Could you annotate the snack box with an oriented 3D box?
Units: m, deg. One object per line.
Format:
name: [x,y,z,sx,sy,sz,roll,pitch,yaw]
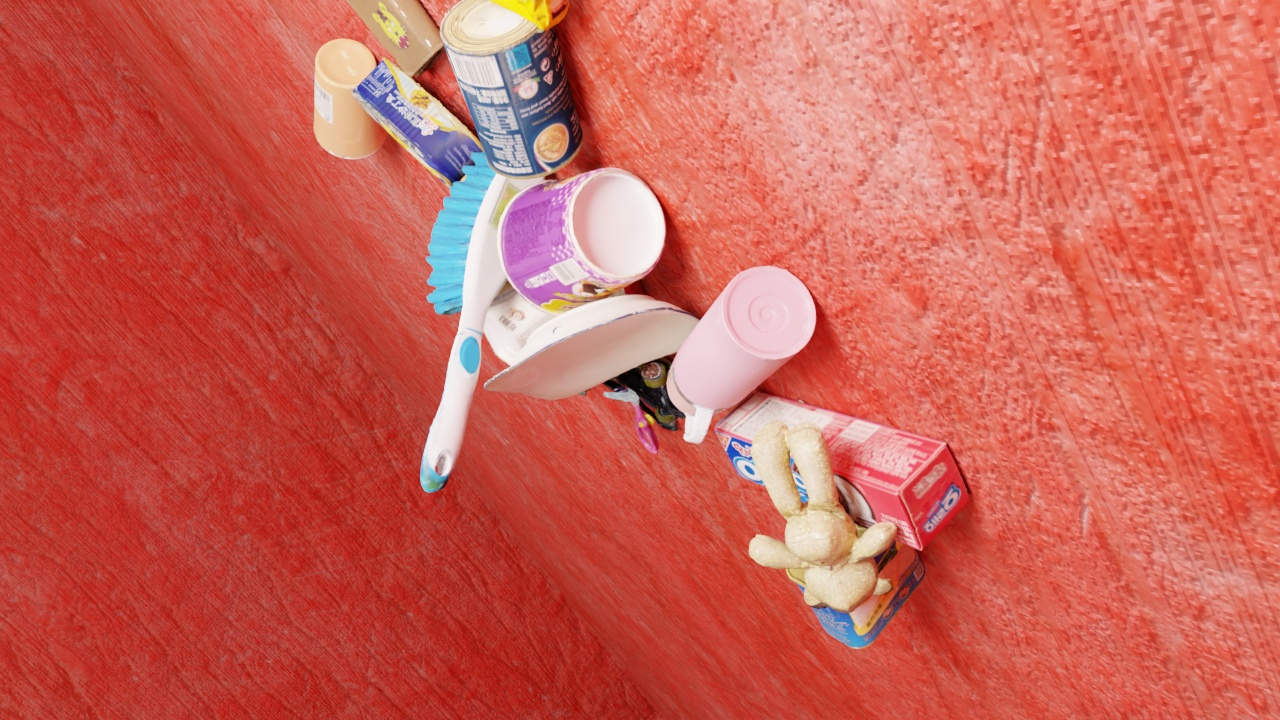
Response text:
snack box: [0.143,0.075,0.693,0.208,0.058,0.057,16,141,57]

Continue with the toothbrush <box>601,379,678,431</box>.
toothbrush: [-0.023,0.033,1.041,0.189,0.014,0.017,32,148,40]

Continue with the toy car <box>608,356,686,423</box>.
toy car: [-0.005,0.005,0.902,0.158,0.042,0.070,33,156,34]

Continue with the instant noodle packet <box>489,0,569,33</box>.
instant noodle packet: [-0.095,-0.271,0.554,0.128,0.044,0.111,36,152,22]

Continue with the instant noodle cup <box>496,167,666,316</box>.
instant noodle cup: [-0.039,-0.095,0.698,0.111,0.111,0.099,53,152,-16]

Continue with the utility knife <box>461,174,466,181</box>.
utility knife: [-0.152,-0.147,0.959,0.183,0.019,0.031,59,164,-12]

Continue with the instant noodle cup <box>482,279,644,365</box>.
instant noodle cup: [-0.075,-0.051,0.818,0.116,0.124,0.117,33,155,39]

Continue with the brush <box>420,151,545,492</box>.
brush: [-0.140,-0.046,0.738,0.110,0.314,0.060,-3,152,47]

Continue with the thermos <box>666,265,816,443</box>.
thermos: [0.064,0.005,0.686,0.067,0.087,0.199,15,160,-7]

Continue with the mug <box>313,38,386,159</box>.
mug: [-0.309,-0.278,0.970,0.078,0.078,0.123,47,157,4]

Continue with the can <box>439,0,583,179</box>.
can: [-0.088,-0.193,0.641,0.075,0.075,0.111,36,158,31]

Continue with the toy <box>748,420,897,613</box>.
toy: [0.123,0.109,0.635,0.105,0.066,0.157,-15,117,22]

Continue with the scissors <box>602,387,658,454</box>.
scissors: [-0.003,0.042,0.986,0.134,0.017,0.133,-7,110,58]

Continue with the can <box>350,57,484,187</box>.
can: [-0.208,-0.222,0.860,0.148,0.049,0.074,43,177,22]

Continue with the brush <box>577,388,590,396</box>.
brush: [-0.087,-0.029,0.982,0.069,0.063,0.146,21,149,28]

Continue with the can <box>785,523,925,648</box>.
can: [0.175,0.167,0.735,0.057,0.102,0.083,23,151,51]

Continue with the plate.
plate: [-0.034,-0.014,0.735,0.163,0.164,0.034,17,-128,-68]

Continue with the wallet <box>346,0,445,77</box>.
wallet: [-0.216,-0.301,0.782,0.115,0.033,0.090,50,161,-18]
